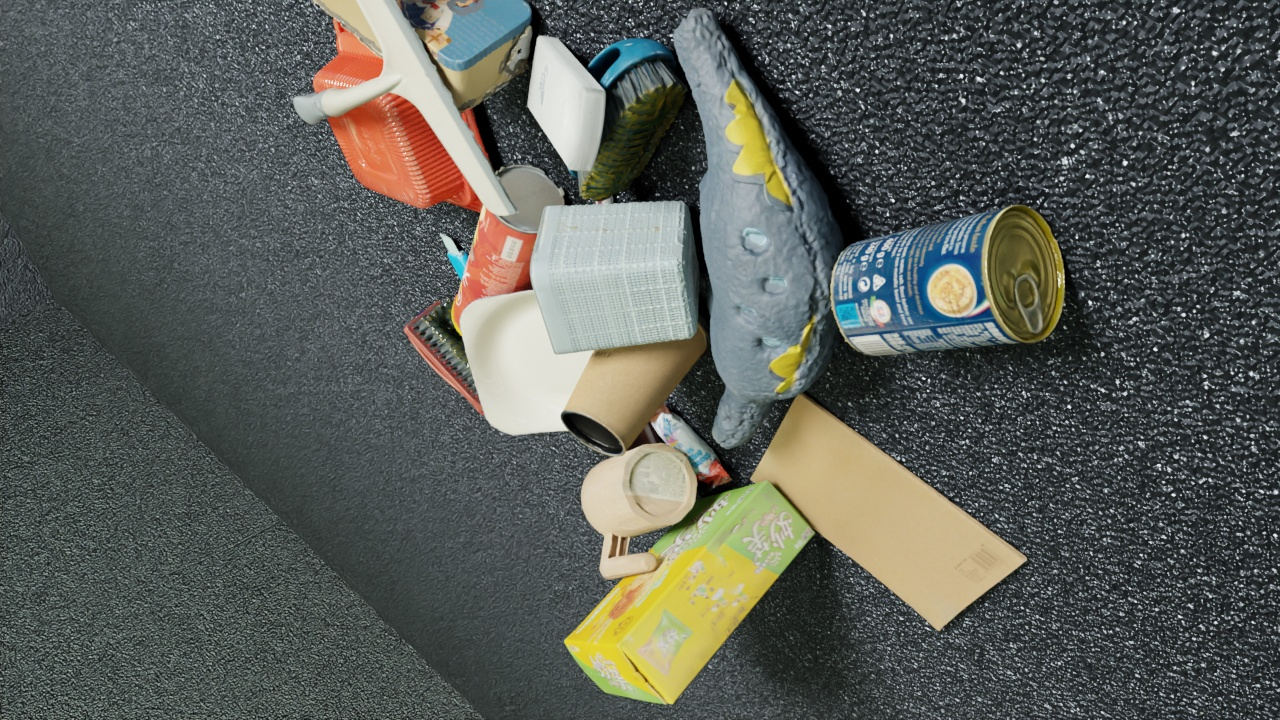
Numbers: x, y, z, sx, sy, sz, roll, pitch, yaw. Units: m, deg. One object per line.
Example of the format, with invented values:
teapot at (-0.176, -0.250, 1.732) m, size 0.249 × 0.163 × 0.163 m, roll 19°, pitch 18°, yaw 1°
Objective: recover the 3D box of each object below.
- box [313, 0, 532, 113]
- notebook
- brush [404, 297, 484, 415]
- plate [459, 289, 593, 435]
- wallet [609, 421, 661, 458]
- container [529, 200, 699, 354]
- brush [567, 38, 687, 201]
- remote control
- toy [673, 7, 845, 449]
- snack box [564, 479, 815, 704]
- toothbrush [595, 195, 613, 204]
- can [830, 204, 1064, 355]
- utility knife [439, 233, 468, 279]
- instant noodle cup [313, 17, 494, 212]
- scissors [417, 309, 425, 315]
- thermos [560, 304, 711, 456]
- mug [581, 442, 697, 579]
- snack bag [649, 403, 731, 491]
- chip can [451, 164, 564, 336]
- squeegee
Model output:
box at (-0.171, -0.271, 0.692) m, size 0.184 × 0.089 × 0.059 m, roll 38°, pitch 152°, yaw 8°
notebook at (0.196, 0.130, 0.771) m, size 0.211 × 0.012 × 0.150 m, roll 38°, pitch 147°, yaw 15°
brush at (-0.204, 0.003, 1.051) m, size 0.146 × 0.063 × 0.069 m, roll 49°, pitch 134°, yaw -8°
plate at (-0.081, -0.003, 0.882) m, size 0.164 × 0.034 × 0.164 m, roll -4°, pitch 124°, yaw 7°
wallet at (-0.008, 0.092, 0.973) m, size 0.096 × 0.020 × 0.122 m, roll 10°, pitch 131°, yaw 46°
container at (-0.015, -0.064, 0.695) m, size 0.111 × 0.089 × 0.090 m, roll -3°, pitch 135°, yaw 10°
brush at (-0.018, -0.176, 0.650) m, size 0.073 × 0.055 × 0.144 m, roll 66°, pitch 152°, yaw 15°
remote control at (-0.053, -0.181, 0.640) m, size 0.135 × 0.019 × 0.056 m, roll -121°, pitch 37°, yaw -52°
toy at (0.081, -0.051, 0.633) m, size 0.138 × 0.091 × 0.357 m, roll 40°, pitch 148°, yaw 41°
snack box at (0.042, 0.211, 0.849) m, size 0.070 × 0.209 × 0.158 m, roll 49°, pitch 154°, yaw -3°
toothbrush at (-0.028, -0.090, 0.779) m, size 0.016 × 0.017 × 0.188 m, roll 22°, pitch 137°, yaw 31°
can at (0.176, -0.043, 0.538) m, size 0.111 × 0.075 × 0.075 m, roll -6°, pitch 121°, yaw 54°
utility knife at (-0.171, -0.066, 0.993) m, size 0.034 × 0.018 × 0.166 m, roll 0°, pitch 124°, yaw 50°
instant noodle cup at (-0.216, -0.211, 0.827) m, size 0.165 × 0.078 × 0.189 m, roll 23°, pitch 144°, yaw 37°
scissors at (-0.206, -0.013, 1.103) m, size 0.169 × 0.012 × 0.147 m, roll 35°, pitch 145°, yaw 18°
thermos at (-0.005, 0.004, 0.761) m, size 0.093 × 0.143 × 0.093 m, roll 27°, pitch 154°, yaw 14°
mug at (-0.005, 0.146, 0.889) m, size 0.084 × 0.124 × 0.104 m, roll 16°, pitch 159°, yaw -18°
snack bag at (0.045, 0.082, 0.888) m, size 0.105 × 0.026 × 0.045 m, roll 48°, pitch 153°, yaw 2°
chip can at (-0.129, -0.091, 0.861) m, size 0.073 × 0.073 × 0.217 m, roll 44°, pitch 149°, yaw 5°
squeegee at (-0.235, -0.209, 0.728) m, size 0.247 × 0.039 × 0.246 m, roll 9°, pitch 136°, yaw 50°
